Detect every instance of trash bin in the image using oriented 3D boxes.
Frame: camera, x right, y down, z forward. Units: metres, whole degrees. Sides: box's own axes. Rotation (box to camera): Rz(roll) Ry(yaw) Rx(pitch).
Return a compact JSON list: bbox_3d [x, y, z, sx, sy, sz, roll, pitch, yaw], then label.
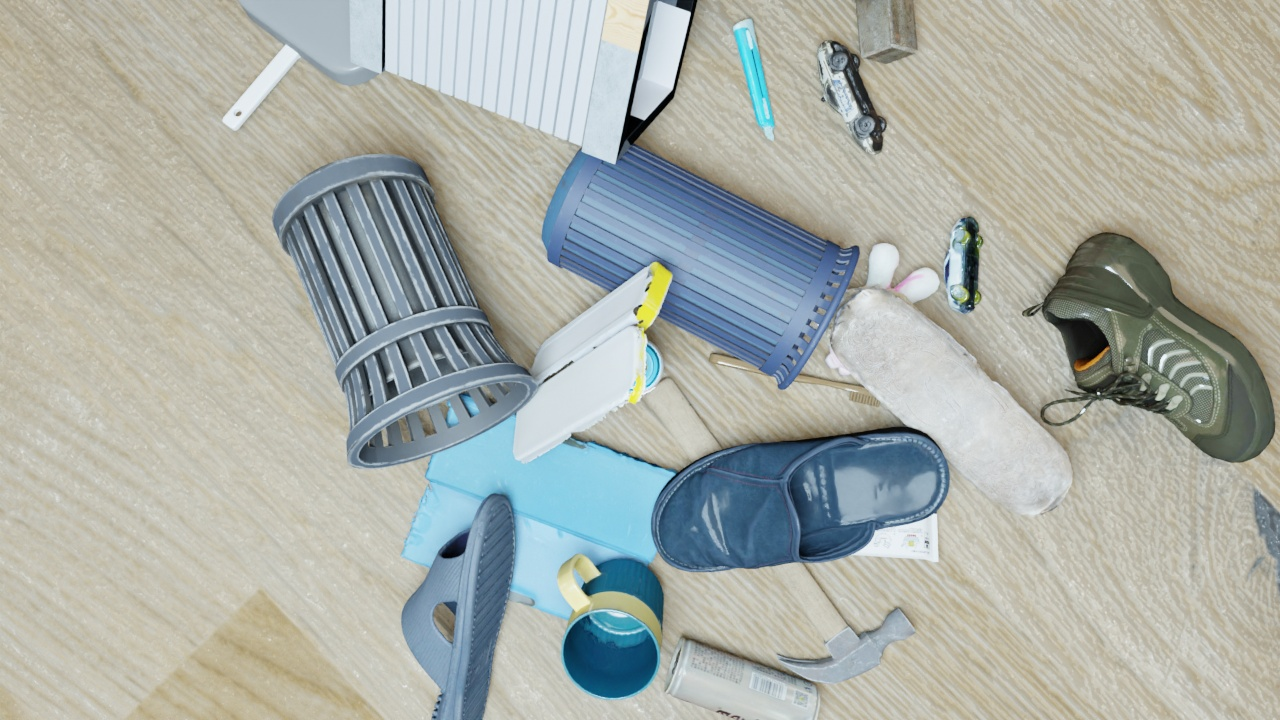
[{"bbox_3d":[-0.209,-0.046,0.785,0.164,0.164,0.227,-26,76,1],"label":"trash bin"},{"bbox_3d":[-0.093,-0.297,0.757,0.247,0.142,0.143,23,133,8],"label":"trash bin"},{"bbox_3d":[0.046,-0.093,0.804,0.249,0.139,0.139,27,91,3],"label":"trash bin"}]

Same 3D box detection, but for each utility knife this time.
[{"bbox_3d":[0.109,-0.262,0.861,0.022,0.016,0.116,-16,92,-29],"label":"utility knife"}]

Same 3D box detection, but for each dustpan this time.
[{"bbox_3d":[-0.310,-0.324,0.865,0.163,0.033,0.257,36,82,1],"label":"dustpan"}]

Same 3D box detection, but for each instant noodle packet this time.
[{"bbox_3d":[0.209,0.139,0.844,0.134,0.026,0.087,3,79,-8],"label":"instant noodle packet"}]

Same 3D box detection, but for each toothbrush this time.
[{"bbox_3d":[0.146,0.017,0.861,0.167,0.016,0.016,13,90,1],"label":"toothbrush"}]

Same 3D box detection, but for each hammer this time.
[{"bbox_3d":[0.113,0.156,0.857,0.119,0.030,0.331,-36,90,1],"label":"hammer"},{"bbox_3d":[0.123,-0.349,0.757,0.300,0.037,0.158,-5,90,-40],"label":"hammer"}]

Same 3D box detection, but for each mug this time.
[{"bbox_3d":[-0.029,0.218,0.800,0.083,0.107,0.113,-35,97,13],"label":"mug"}]

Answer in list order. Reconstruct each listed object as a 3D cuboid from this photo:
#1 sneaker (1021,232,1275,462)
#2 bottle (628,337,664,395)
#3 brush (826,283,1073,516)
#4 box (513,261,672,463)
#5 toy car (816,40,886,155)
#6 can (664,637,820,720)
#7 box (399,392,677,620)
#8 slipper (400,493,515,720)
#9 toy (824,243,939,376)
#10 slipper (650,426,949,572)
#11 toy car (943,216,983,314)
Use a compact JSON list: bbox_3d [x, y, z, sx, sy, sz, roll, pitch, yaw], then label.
[{"bbox_3d":[0.435,0.015,0.805,0.143,0.101,0.238,-38,85,-9],"label":"sneaker"},{"bbox_3d":[-0.005,0.005,0.799,0.051,0.146,0.051,0,90,1],"label":"bottle"},{"bbox_3d":[0.276,0.036,0.817,0.271,0.056,0.083,40,101,-8],"label":"brush"},{"bbox_3d":[-0.047,0.006,0.768,0.034,0.210,0.129,26,58,-25],"label":"box"},{"bbox_3d":[0.191,-0.239,0.845,0.041,0.048,0.113,-24,90,33],"label":"toy car"},{"bbox_3d":[0.094,0.303,0.845,0.135,0.054,0.054,19,91,1],"label":"can"},{"bbox_3d":[-0.094,0.147,0.863,0.231,0.033,0.174,19,94,1],"label":"box"},{"bbox_3d":[-0.174,0.243,0.823,0.082,0.101,0.264,12,101,9],"label":"slipper"},{"bbox_3d":[0.216,-0.042,0.848,0.076,0.037,0.125,30,97,-3],"label":"toy"},{"bbox_3d":[0.131,0.123,0.784,0.266,0.083,0.109,-14,92,12],"label":"slipper"},{"bbox_3d":[0.297,-0.088,0.848,0.027,0.038,0.089,2,89,42],"label":"toy car"}]
